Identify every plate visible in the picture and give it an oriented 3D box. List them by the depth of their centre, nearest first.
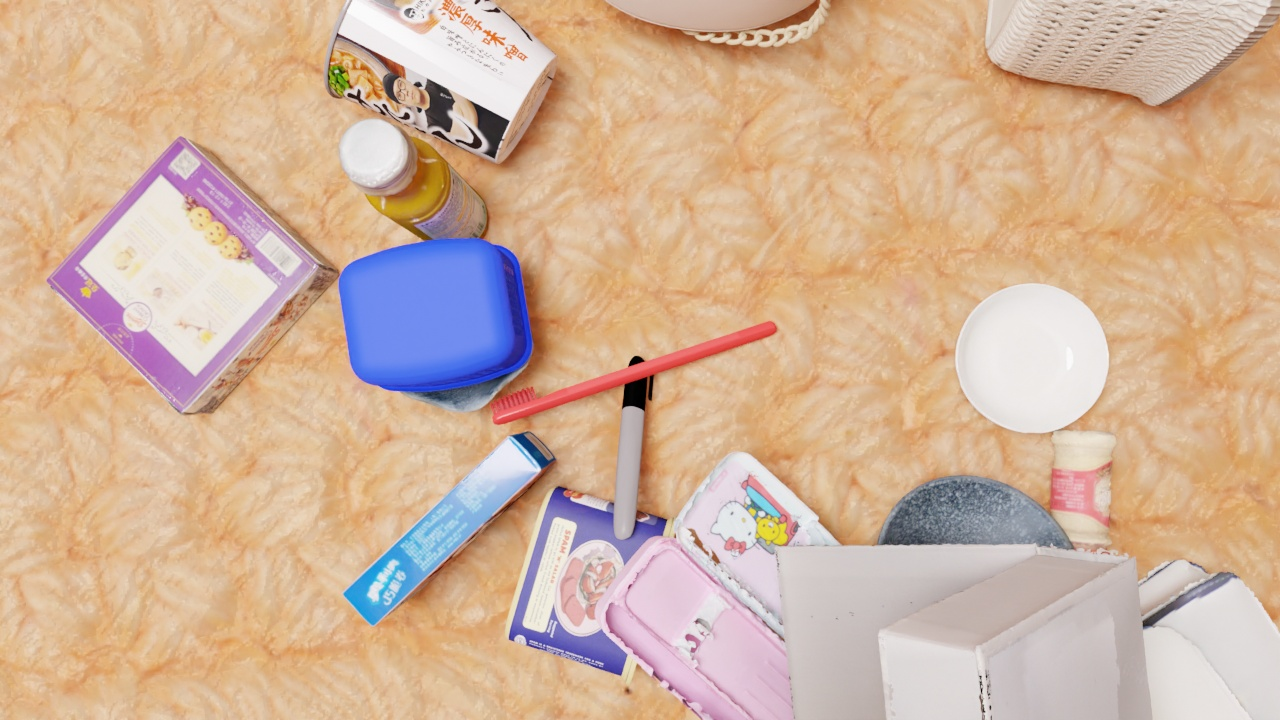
[{"bbox_3d":[0.271,-0.001,0.647,0.104,0.026,0.104,0,88,2],"label":"plate"}]

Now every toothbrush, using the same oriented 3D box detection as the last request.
[{"bbox_3d":[-0.004,0.004,0.648,0.212,0.012,0.018,-18,61,-10],"label":"toothbrush"}]

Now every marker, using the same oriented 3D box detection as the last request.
[{"bbox_3d":[-0.004,0.057,0.636,0.022,0.016,0.138,-5,60,15],"label":"marker"}]

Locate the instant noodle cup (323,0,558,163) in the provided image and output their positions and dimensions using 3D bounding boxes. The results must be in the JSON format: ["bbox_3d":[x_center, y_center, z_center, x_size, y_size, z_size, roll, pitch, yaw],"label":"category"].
[{"bbox_3d":[-0.131,-0.205,0.636,0.122,0.123,0.123,31,89,-6],"label":"instant noodle cup"}]

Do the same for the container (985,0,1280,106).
[{"bbox_3d":[0.302,-0.264,0.557,0.143,0.246,0.184,6,91,11],"label":"container"}]

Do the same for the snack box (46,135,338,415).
[{"bbox_3d":[-0.326,-0.061,0.670,0.143,0.040,0.148,43,90,4],"label":"snack box"}]

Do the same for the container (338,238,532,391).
[{"bbox_3d":[-0.135,-0.030,0.595,0.114,0.058,0.096,-10,87,2],"label":"container"}]

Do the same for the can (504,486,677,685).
[{"bbox_3d":[-0.034,0.153,0.640,0.092,0.056,0.116,16,88,4],"label":"can"}]

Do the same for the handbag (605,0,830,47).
[{"bbox_3d":[0.046,-0.325,0.586,0.210,0.103,0.208,6,84,1],"label":"handbag"}]

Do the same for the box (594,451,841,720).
[{"bbox_3d":[0.081,0.174,0.616,0.201,0.038,0.152,45,73,-17],"label":"box"}]

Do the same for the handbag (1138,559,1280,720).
[{"bbox_3d":[0.350,0.239,0.609,0.176,0.074,0.151,-31,87,2],"label":"handbag"}]

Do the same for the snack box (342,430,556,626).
[{"bbox_3d":[-0.126,0.111,0.630,0.151,0.087,0.034,-44,87,0],"label":"snack box"}]

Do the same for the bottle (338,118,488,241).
[{"bbox_3d":[-0.143,-0.109,0.591,0.053,0.186,0.053,0,87,3],"label":"bottle"}]

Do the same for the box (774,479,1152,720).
[{"bbox_3d":[0.155,0.195,0.609,0.173,0.422,0.167,-6,91,-16],"label":"box"}]

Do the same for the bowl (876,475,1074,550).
[{"bbox_3d":[0.220,0.151,0.619,0.137,0.057,0.136,1,63,-2],"label":"bowl"}]

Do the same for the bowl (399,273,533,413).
[{"bbox_3d":[-0.128,-0.019,0.652,0.110,0.055,0.110,0,88,2],"label":"bowl"}]

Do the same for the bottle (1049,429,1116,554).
[{"bbox_3d":[0.303,0.102,0.633,0.044,0.044,0.109,4,87,3],"label":"bottle"}]
